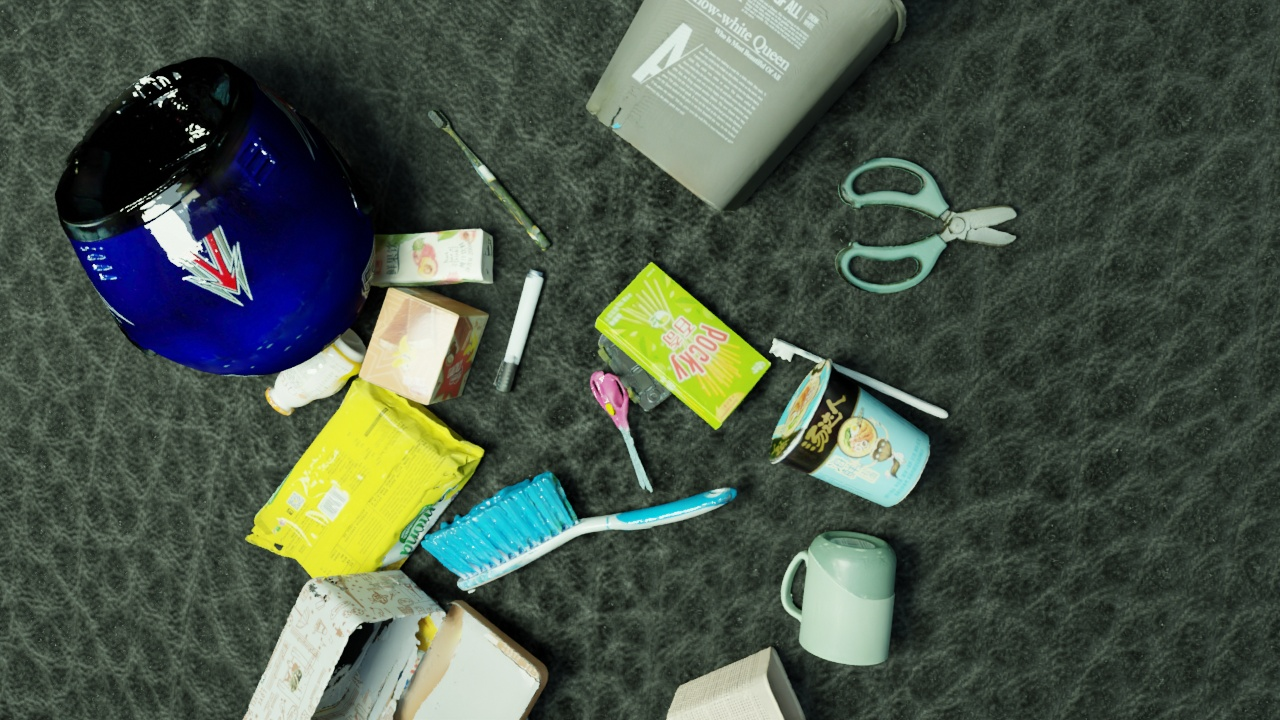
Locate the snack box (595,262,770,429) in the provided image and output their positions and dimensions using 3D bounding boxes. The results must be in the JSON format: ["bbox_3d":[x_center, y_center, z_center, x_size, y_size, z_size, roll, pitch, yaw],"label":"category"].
[{"bbox_3d":[0.041,-0.015,0.889,0.156,0.026,0.085,41,68,5],"label":"snack box"}]

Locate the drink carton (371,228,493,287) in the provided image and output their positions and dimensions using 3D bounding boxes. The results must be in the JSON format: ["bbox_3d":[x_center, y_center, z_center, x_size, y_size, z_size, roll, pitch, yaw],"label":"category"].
[{"bbox_3d":[-0.213,-0.103,0.935,0.122,0.045,0.053,-2,88,9],"label":"drink carton"}]

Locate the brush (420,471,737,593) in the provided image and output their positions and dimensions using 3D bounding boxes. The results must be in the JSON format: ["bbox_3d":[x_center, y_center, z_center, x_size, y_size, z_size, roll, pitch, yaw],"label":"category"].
[{"bbox_3d":[-0.065,0.155,0.919,0.315,0.060,0.109,-28,95,15],"label":"brush"}]

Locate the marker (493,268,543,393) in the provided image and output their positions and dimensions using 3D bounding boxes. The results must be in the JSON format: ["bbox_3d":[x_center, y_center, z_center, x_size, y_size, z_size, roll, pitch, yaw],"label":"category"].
[{"bbox_3d":[-0.125,-0.030,0.940,0.023,0.018,0.131,18,97,17],"label":"marker"}]

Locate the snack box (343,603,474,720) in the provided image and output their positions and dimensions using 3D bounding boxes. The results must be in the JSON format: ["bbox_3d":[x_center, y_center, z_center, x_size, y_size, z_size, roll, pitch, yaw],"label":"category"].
[{"bbox_3d":[-0.244,0.334,0.978,0.140,0.033,0.087,-41,87,8],"label":"snack box"}]

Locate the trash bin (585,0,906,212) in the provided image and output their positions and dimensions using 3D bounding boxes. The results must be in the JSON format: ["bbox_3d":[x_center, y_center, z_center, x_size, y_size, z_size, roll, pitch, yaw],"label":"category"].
[{"bbox_3d":[0.085,-0.264,0.807,0.199,0.198,0.220,39,105,5],"label":"trash bin"}]

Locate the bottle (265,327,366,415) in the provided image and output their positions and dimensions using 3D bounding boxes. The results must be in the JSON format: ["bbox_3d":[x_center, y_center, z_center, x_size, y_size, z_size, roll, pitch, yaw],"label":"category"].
[{"bbox_3d":[-0.339,0.011,0.956,0.108,0.063,0.063,-39,87,9],"label":"bottle"}]

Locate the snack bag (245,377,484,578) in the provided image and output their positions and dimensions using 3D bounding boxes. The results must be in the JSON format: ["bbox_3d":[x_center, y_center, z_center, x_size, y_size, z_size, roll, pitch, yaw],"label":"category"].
[{"bbox_3d":[-0.292,0.137,0.955,0.158,0.068,0.247,39,100,5],"label":"snack bag"}]

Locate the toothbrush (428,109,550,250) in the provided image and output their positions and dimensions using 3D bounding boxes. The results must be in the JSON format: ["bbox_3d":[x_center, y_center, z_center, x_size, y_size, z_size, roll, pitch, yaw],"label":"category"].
[{"bbox_3d":[-0.154,-0.185,0.934,0.012,0.017,0.186,-41,87,14],"label":"toothbrush"}]

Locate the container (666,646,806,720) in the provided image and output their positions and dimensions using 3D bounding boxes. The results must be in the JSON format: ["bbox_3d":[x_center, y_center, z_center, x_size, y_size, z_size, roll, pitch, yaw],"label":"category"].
[{"bbox_3d":[0.093,0.350,0.894,0.111,0.089,0.090,-24,90,13],"label":"container"}]

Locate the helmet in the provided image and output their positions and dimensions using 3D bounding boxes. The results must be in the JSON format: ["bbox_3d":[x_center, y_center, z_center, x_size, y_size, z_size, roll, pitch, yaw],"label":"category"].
[{"bbox_3d":[-0.380,-0.122,0.865,0.247,0.240,0.315,-35,44,-4],"label":"helmet"}]

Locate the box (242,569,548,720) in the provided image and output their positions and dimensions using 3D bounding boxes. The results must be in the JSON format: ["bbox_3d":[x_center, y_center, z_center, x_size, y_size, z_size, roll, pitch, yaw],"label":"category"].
[{"bbox_3d":[-0.241,0.325,0.877,0.217,0.157,0.180,32,98,19],"label":"box"}]

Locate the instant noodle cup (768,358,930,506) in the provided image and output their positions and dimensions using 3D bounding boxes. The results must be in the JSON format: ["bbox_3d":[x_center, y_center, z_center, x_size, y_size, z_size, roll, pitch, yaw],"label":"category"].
[{"bbox_3d":[0.198,0.074,0.853,0.120,0.111,0.111,28,98,-1],"label":"instant noodle cup"}]

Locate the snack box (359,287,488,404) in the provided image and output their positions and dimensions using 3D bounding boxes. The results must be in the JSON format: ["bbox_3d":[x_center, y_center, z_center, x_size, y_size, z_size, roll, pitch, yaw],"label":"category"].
[{"bbox_3d":[-0.214,-0.016,0.917,0.077,0.092,0.094,21,96,7],"label":"snack box"}]

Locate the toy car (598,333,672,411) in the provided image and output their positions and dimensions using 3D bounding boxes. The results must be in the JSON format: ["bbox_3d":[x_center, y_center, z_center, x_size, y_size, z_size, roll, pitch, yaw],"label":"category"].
[{"bbox_3d":[-0.005,0.005,0.913,0.042,0.035,0.090,-37,82,8],"label":"toy car"}]

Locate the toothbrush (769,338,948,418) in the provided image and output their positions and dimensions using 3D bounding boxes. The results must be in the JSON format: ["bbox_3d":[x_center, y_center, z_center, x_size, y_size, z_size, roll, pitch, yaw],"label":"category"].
[{"bbox_3d":[0.210,0.020,0.888,0.180,0.016,0.016,23,105,8],"label":"toothbrush"}]

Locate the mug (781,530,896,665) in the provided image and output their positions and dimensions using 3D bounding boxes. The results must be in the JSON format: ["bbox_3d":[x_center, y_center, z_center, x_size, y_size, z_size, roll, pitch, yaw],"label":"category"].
[{"bbox_3d":[0.187,0.220,0.879,0.112,0.082,0.106,8,96,40],"label":"mug"}]

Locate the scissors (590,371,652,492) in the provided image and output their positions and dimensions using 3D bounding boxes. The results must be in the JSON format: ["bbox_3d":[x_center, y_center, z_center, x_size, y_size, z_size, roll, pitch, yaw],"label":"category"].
[{"bbox_3d":[-0.011,0.072,0.910,0.017,0.072,0.137,-25,94,-28],"label":"scissors"}]

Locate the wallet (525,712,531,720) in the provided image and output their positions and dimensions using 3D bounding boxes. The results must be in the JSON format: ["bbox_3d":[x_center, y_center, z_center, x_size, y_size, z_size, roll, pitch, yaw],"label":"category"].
[{"bbox_3d":[-0.158,0.422,0.977,0.097,0.019,0.121,-8,91,8],"label":"wallet"}]

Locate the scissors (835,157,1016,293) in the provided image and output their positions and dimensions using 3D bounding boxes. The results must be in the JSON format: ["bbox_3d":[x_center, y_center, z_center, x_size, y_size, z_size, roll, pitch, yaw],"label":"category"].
[{"bbox_3d":[0.265,-0.142,0.866,0.179,0.019,0.161,-15,91,12],"label":"scissors"}]
